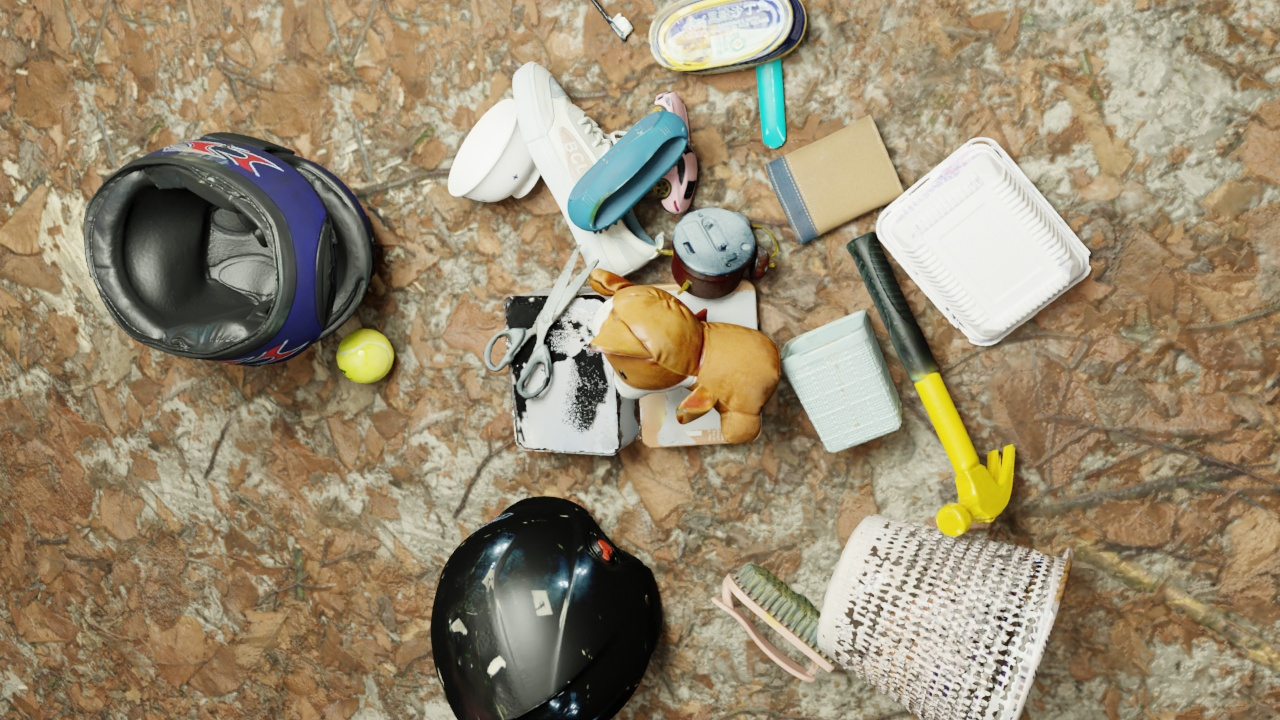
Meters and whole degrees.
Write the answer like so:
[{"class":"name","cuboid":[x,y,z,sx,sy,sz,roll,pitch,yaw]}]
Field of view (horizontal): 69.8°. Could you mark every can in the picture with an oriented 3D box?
[{"class":"can","cuboid":[0.083,-0.319,0.889,0.148,0.049,0.074,-2,103,26]}]

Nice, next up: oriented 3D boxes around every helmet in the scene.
[{"class":"helmet","cuboid":[-0.408,-0.116,0.988,0.316,0.239,0.247,10,104,26]},{"class":"helmet","cuboid":[-0.120,0.285,1.016,0.234,0.230,0.274,-29,73,19]}]

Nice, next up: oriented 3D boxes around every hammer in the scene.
[{"class":"hammer","cuboid":[0.278,0.015,0.896,0.033,0.128,0.300,-31,80,50]}]

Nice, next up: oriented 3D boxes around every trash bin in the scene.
[{"class":"trash bin","cuboid":[0.287,0.253,0.895,0.192,0.227,0.228,20,107,25]}]

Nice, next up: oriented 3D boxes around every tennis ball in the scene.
[{"class":"tennis ball","cuboid":[-0.326,-0.005,1.087,0.065,0.065,0.065,4,103,16]}]

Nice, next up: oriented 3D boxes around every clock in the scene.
[{"class":"clock","cuboid":[0.082,-0.110,0.927,0.121,0.055,0.082,-19,65,-15]}]

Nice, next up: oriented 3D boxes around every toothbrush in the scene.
[{"class":"toothbrush","cuboid":[-0.070,-0.403,0.946,0.018,0.015,0.181,-41,89,14]}]

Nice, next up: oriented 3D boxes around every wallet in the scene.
[{"class":"wallet","cuboid":[0.191,-0.178,0.909,0.115,0.033,0.090,-24,97,19]}]

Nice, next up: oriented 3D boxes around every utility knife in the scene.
[{"class":"utility knife","cuboid":[0.127,-0.288,0.914,0.029,0.013,0.151,-2,104,20]}]

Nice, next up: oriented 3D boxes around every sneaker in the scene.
[{"class":"sneaker","cuboid":[-0.049,-0.203,0.946,0.091,0.089,0.242,-23,96,17]}]

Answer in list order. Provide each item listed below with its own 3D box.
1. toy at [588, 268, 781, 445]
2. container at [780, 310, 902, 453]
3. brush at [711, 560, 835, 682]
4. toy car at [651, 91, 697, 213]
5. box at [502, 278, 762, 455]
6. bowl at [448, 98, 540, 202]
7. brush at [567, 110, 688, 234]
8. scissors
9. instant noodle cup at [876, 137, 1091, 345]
[{"class":"toy","cuboid":[0.033,-0.005,0.872,0.199,0.140,0.131,29,116,-28]},{"class":"container","cuboid":[0.205,0.023,0.922,0.090,0.090,0.111,-23,98,20]},{"class":"brush","cuboid":[0.151,0.286,1.009,0.145,0.063,0.073,37,99,7]},{"class":"toy car","cuboid":[0.036,-0.211,0.935,0.037,0.056,0.122,1,102,20]},{"class":"box","cuboid":[-0.004,0.006,0.983,0.261,0.105,0.179,1,102,22]},{"class":"bowl","cuboid":[-0.145,-0.210,0.979,0.064,0.118,0.118,32,115,-34]},{"class":"brush","cuboid":[-0.012,-0.181,0.872,0.144,0.073,0.055,-44,89,2]},{"class":"scissors","cuboid":[-0.105,-0.042,0.949,0.156,0.014,0.168,0,102,23]},{"class":"instant noodle cup","cuboid":[0.323,-0.105,0.861,0.138,0.060,0.173,-41,94,20]}]
